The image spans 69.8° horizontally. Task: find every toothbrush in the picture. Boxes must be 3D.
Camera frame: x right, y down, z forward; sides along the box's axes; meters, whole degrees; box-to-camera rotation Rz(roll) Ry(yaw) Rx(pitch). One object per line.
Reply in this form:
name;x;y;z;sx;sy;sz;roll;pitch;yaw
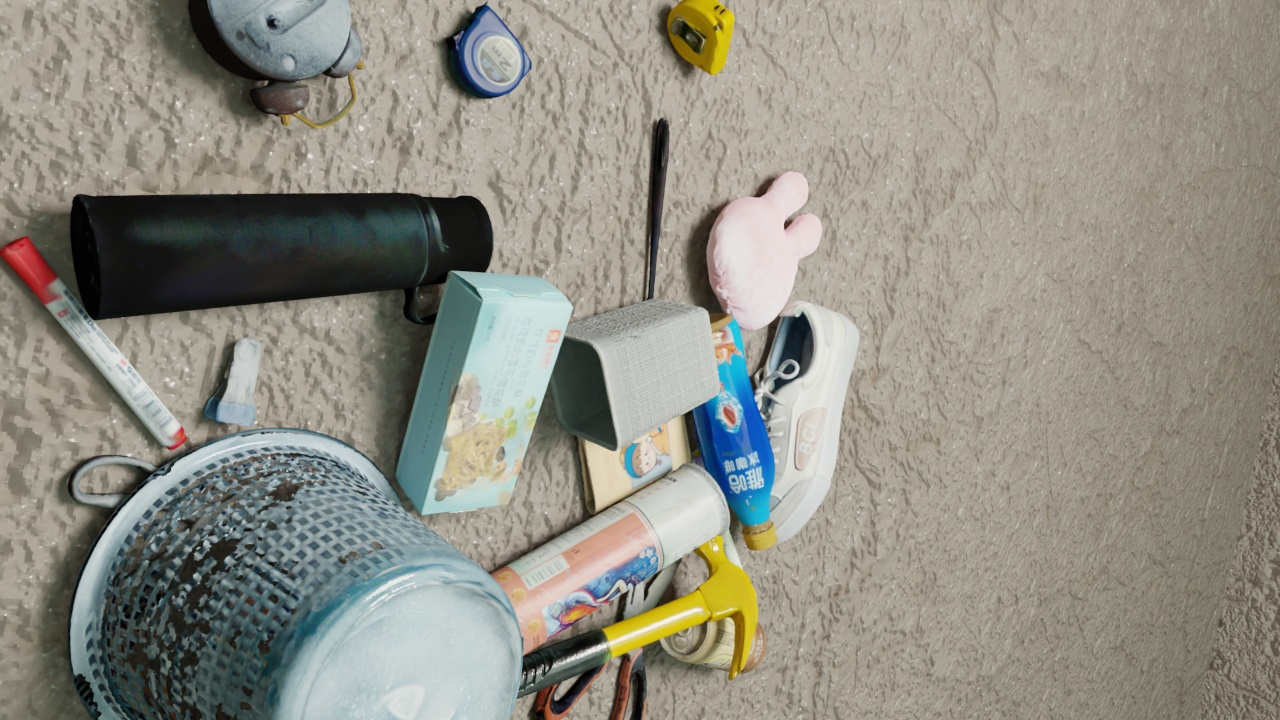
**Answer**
toothbrush;0.015;-0.117;0.793;0.018;0.016;0.181;-7;104;-46
toothbrush;0.082;0.168;0.902;0.029;0.020;0.190;-39;121;-37

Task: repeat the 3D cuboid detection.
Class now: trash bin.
trash bin;-0.183;0.166;0.543;0.226;0.195;0.226;-9;103;-45

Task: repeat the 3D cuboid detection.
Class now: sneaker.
sneaker;0.137;0.058;0.883;0.090;0.090;0.242;22;83;-39

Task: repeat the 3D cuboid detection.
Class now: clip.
clip;-0.254;0.013;0.582;0.026;0.043;0.058;21;77;-38

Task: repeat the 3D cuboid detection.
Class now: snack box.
snack box;-0.113;0.024;0.649;0.074;0.051;0.175;0;119;-41

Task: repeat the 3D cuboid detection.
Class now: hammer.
hammer;-0.032;0.239;0.766;0.300;0.128;0.033;-14;151;-25

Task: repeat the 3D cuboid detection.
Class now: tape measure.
tape measure;0.048;-0.272;0.763;0.028;0.057;0.060;-47;165;-27
tape measure;-0.110;-0.217;0.658;0.058;0.025;0.054;46;70;-32

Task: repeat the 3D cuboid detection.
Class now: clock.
clock;-0.216;-0.198;0.551;0.081;0.055;0.122;-49;126;-24

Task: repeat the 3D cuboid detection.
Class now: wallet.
wallet;-0.005;0.075;0.809;0.115;0.024;0.087;-21;116;-35

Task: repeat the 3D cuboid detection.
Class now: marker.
marker;-0.312;-0.006;0.530;0.017;0.017;0.145;-42;123;-27

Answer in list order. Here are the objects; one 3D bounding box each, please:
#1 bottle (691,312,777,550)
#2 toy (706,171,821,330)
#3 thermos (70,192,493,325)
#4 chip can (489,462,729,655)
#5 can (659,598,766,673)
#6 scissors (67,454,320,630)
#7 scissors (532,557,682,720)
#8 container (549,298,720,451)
bottle;0.083;0.068;0.831;0.065;0.065;0.219;-25;104;-35
toy;0.118;-0.104;0.859;0.159;0.054;0.121;-45;125;-32
thermos;-0.208;-0.060;0.573;0.242;0.069;0.090;-9;98;-40
chip can;-0.028;0.161;0.761;0.214;0.071;0.071;-25;114;-30
can;0.070;0.263;0.874;0.116;0.059;0.058;32;77;-48
scissors;-0.276;0.104;0.585;0.180;0.014;0.159;39;72;-40
scissors;-0.019;0.268;0.837;0.226;0.015;0.189;-36;120;-30
container;-0.004;0.004;0.743;0.114;0.090;0.090;-23;113;-31
